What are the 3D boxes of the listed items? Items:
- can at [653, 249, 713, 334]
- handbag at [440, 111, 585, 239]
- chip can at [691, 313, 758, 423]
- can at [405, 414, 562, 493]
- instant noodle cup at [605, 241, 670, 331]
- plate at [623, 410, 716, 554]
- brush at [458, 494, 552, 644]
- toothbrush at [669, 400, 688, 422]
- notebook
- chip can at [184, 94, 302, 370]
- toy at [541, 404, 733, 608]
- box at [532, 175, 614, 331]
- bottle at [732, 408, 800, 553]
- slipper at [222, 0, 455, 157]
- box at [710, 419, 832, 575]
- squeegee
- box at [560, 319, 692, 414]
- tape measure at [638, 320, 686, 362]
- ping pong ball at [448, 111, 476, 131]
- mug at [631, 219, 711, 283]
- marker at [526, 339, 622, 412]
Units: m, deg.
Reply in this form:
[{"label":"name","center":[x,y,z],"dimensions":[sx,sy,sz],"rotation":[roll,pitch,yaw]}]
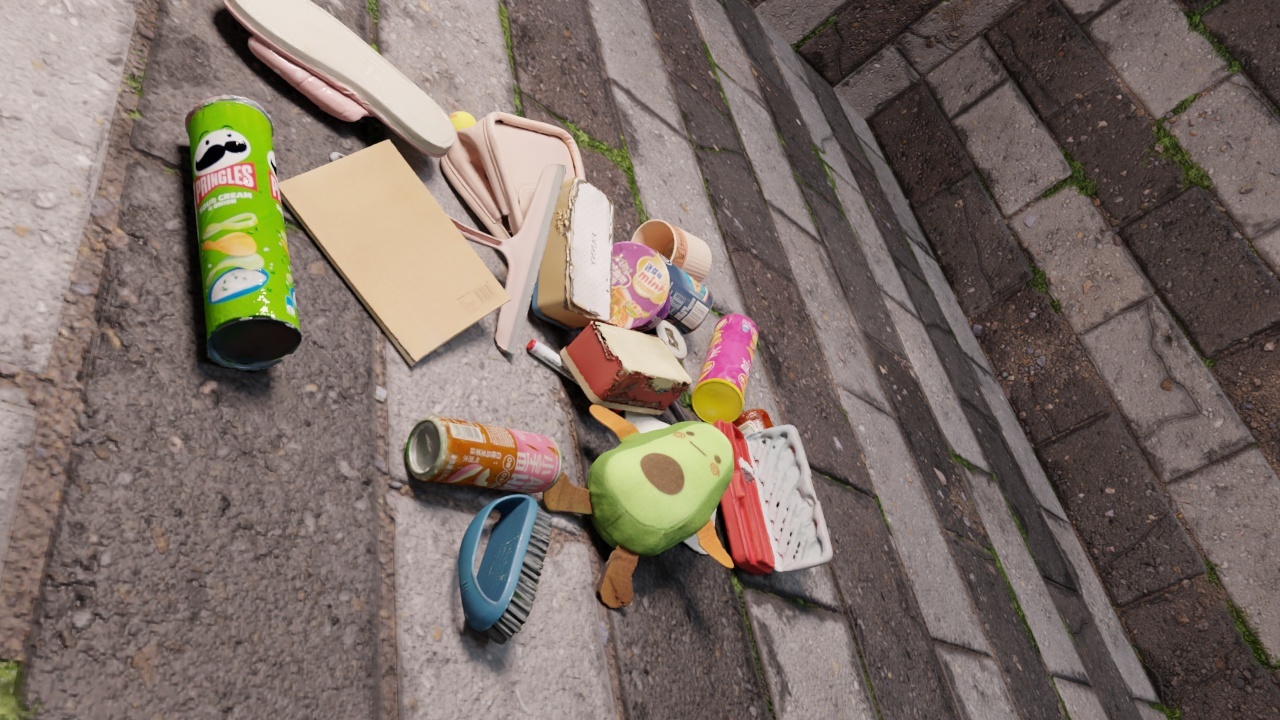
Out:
[{"label":"can","center":[0.040,-0.094,1.289],"dimensions":[0.111,0.075,0.075],"rotation":[34,34,-26]},{"label":"handbag","center":[-0.129,-0.183,1.146],"dimensions":[0.192,0.094,0.234],"rotation":[-13,79,-60]},{"label":"chip can","center":[0.125,0.007,1.322],"dimensions":[0.071,0.072,0.210],"rotation":[47,29,-14]},{"label":"can","center":[-0.141,0.088,0.842],"dimensions":[0.147,0.058,0.058],"rotation":[17,46,-49]},{"label":"instant noodle cup","center":[-0.010,-0.086,1.173],"dimensions":[0.111,0.111,0.099],"rotation":[61,6,12]},{"label":"plate","center":[0.043,0.135,1.099],"dimensions":[0.163,0.034,0.164],"rotation":[39,33,-27]},{"label":"brush","center":[-0.120,0.168,0.788],"dimensions":[0.073,0.055,0.143],"rotation":[44,30,-21]},{"label":"toothbrush","center":[0.054,0.071,1.204],"dimensions":[0.181,0.016,0.018],"rotation":[57,22,2]},{"label":"notebook","center":[-0.239,-0.113,0.915],"dimensions":[0.211,0.012,0.149],"rotation":[53,44,-4]},{"label":"chip can","center":[-0.328,-0.108,0.755],"dimensions":[0.072,0.072,0.235],"rotation":[17,46,-49]},{"label":"toy","center":[0.015,0.137,0.972],"dimensions":[0.246,0.090,0.227],"rotation":[-32,81,-42]},{"label":"box","center":[-0.078,-0.120,1.092],"dimensions":[0.089,0.061,0.184],"rotation":[27,62,-51]},{"label":"bottle","center":[0.186,0.165,1.259],"dimensions":[0.059,0.060,0.206],"rotation":[10,52,-53]},{"label":"slipper","center":[-0.323,-0.307,0.994],"dimensions":[0.274,0.055,0.114],"rotation":[32,35,-31]},{"label":"box","center":[0.164,0.166,1.169],"dimensions":[0.118,0.098,0.201],"rotation":[37,35,-49]},{"label":"squeegee","center":[-0.220,-0.159,0.995],"dimensions":[0.249,0.040,0.247],"rotation":[24,66,-27]},{"label":"box","center":[-0.007,0.006,1.087],"dimensions":[0.091,0.076,0.168],"rotation":[55,20,24]},{"label":"tape measure","center":[0.033,-0.023,1.254],"dimensions":[0.065,0.034,0.066],"rotation":[19,44,-45]},{"label":"ping pong ball","center":[-0.223,-0.289,1.143],"dimensions":[0.040,0.040,0.040],"rotation":[37,33,-29]},{"label":"mug","center":[0.047,-0.142,1.368],"dimensions":[0.105,0.082,0.114],"rotation":[11,77,-54]},{"label":"marker","center":[-0.073,0.019,1.064],"dimensions":[0.145,0.017,0.017],"rotation":[37,33,-30]}]
